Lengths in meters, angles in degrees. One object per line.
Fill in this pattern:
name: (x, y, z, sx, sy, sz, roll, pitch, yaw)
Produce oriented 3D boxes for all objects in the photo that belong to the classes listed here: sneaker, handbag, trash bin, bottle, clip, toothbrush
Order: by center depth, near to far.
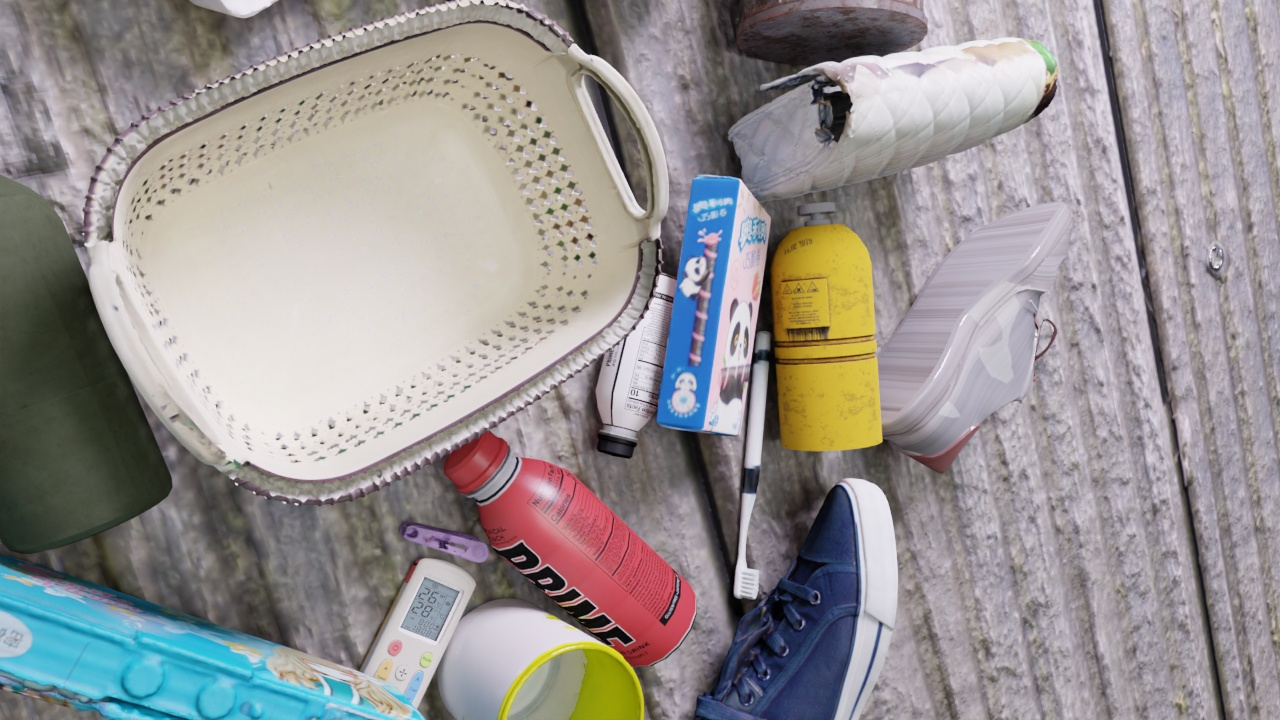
bottle: (-0.279, -0.022, 0.401, 0.071, 0.072, 0.207, -23, 102, -27)
clip: (-0.112, 0.103, 0.525, 0.051, 0.033, 0.013, 22, 81, -27)
bottle: (-0.043, 0.108, 0.542, 0.176, 0.062, 0.062, 46, 70, -22)
bottle: (-0.003, 0.003, 0.574, 0.041, 0.041, 0.116, 17, 83, -29)
trash bin: (0.123, -0.314, 0.591, 0.130, 0.131, 0.211, -1, 93, -30)
sneaker: (0.080, 0.211, 0.602, 0.127, 0.121, 0.294, 19, 85, -9)
handbag: (0.161, -0.165, 0.611, 0.194, 0.139, 0.072, -18, 92, -29)
bottle: (0.126, -0.025, 0.629, 0.071, 0.071, 0.164, -6, 94, -29)
toothbrush: (0.080, 0.072, 0.637, 0.012, 0.017, 0.186, 8, 86, -60)
sneaker: (0.262, -0.014, 0.694, 0.089, 0.099, 0.236, 45, 77, -21)

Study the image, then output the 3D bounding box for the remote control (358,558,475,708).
remote control: (-0.135, 0.172, 0.516, 0.038, 0.018, 0.125, 32, 75, -26)

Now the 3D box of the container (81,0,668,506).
container: (-0.123, -0.052, 0.448, 0.251, 0.143, 0.185, -32, 104, -25)

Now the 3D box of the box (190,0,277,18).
box: (-0.214, -0.259, 0.426, 0.111, 0.101, 0.189, -47, 117, -22)

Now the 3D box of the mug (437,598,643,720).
mug: (-0.059, 0.184, 0.509, 0.082, 0.106, 0.082, -1, 91, -30)

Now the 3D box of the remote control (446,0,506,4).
remote control: (-0.110, -0.253, 0.524, 0.033, 0.015, 0.147, -26, 103, -27)

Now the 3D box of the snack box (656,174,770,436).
snack box: (0.049, -0.030, 0.583, 0.088, 0.033, 0.154, 17, 81, -69)

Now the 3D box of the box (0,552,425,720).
box: (-0.210, 0.142, 0.419, 0.226, 0.094, 0.039, 28, 74, -21)
